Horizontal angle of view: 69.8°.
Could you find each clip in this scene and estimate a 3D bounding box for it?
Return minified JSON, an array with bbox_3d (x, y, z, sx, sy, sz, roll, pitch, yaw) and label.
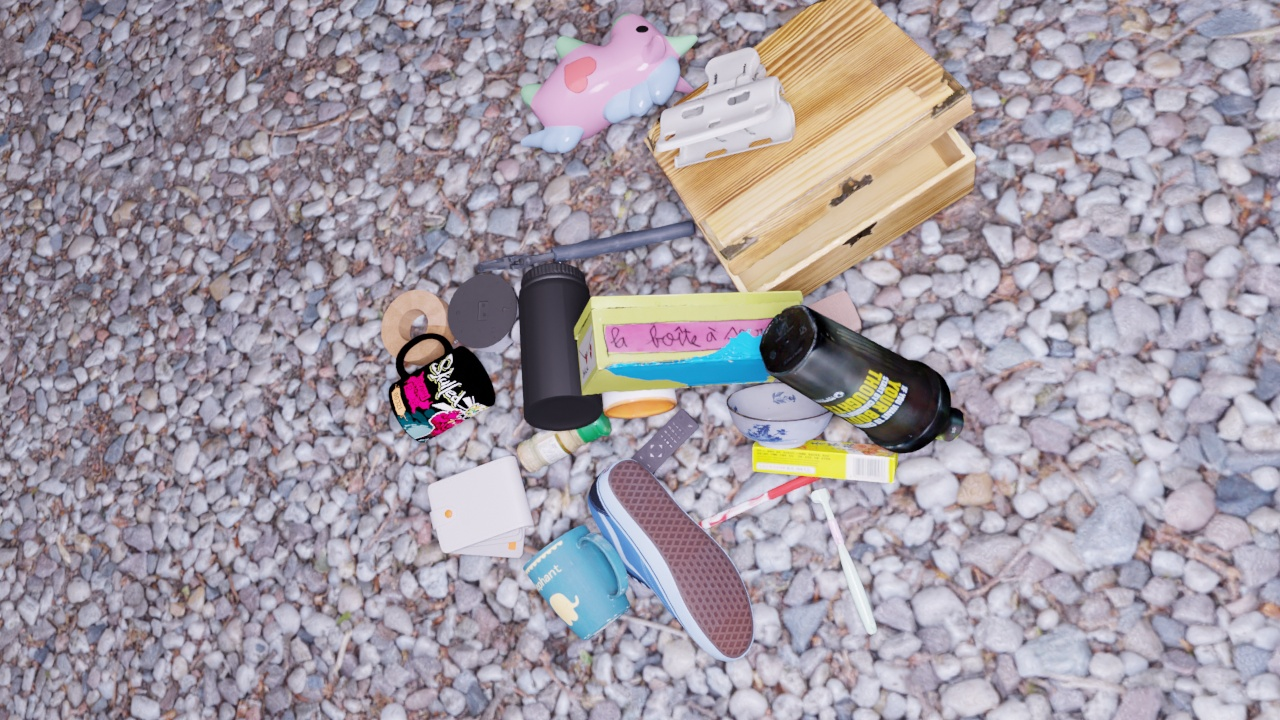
[{"bbox_3d":[0.092,-0.242,0.921,0.127,0.101,0.151,-8,33,25],"label":"clip"}]

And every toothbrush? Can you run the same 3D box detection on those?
[{"bbox_3d":[0.213,0.208,0.954,0.022,0.015,0.154,-13,72,-17],"label":"toothbrush"}]

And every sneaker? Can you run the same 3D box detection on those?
[{"bbox_3d":[0.028,0.221,0.997,0.083,0.098,0.241,-31,79,-36],"label":"sneaker"}]

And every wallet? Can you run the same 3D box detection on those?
[{"bbox_3d":[-0.187,0.186,1.083,0.118,0.037,0.115,-21,72,10],"label":"wallet"}]

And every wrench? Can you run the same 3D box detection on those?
[{"bbox_3d":[-0.068,-0.134,1.107,0.273,0.073,0.022,-10,99,10],"label":"wrench"}]

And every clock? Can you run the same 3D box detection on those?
[{"bbox_3d":[-0.178,-0.058,1.136,0.123,0.035,0.094,-3,77,17],"label":"clock"}]

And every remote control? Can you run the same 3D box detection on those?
[{"bbox_3d":[0.011,0.113,1.043,0.136,0.015,0.032,-45,68,4],"label":"remote control"}]

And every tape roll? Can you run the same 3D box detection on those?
[{"bbox_3d":[-0.283,-0.042,1.170,0.094,0.027,0.094,-4,77,18],"label":"tape roll"}]

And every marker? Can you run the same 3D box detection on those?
[{"bbox_3d":[0.127,0.152,0.997,0.142,0.013,0.012,-26,71,11],"label":"marker"}]

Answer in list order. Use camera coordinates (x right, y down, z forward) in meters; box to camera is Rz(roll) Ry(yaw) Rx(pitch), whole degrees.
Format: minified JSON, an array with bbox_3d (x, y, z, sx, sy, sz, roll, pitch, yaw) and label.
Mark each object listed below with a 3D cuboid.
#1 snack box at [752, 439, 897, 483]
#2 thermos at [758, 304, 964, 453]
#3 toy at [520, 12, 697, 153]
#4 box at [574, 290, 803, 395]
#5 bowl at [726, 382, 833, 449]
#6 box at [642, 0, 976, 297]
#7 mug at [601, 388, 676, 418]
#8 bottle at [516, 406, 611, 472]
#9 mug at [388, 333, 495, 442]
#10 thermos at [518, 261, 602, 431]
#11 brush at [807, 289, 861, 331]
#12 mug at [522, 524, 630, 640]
[{"bbox_3d":[0.193,0.104,0.967,0.148,0.040,0.029,3,103,19],"label":"snack box"},{"bbox_3d":[0.214,0.021,0.893,0.098,0.220,0.098,-33,45,40],"label":"thermos"},{"bbox_3d":[-0.045,-0.328,1.117,0.171,0.120,0.222,38,91,32],"label":"toy"},{"bbox_3d":[0.050,-0.019,0.947,0.221,0.124,0.079,-5,77,-11],"label":"box"},{"bbox_3d":[0.149,0.063,0.970,0.114,0.114,0.045,3,109,19],"label":"bowl"},{"bbox_3d":[0.168,-0.233,0.980,0.279,0.192,0.251,-34,68,10],"label":"box"},{"bbox_3d":[-0.006,0.006,1.038,0.082,0.082,0.105,-12,73,16],"label":"mug"},{"bbox_3d":[-0.089,0.091,1.068,0.111,0.043,0.043,-29,70,11],"label":"bottle"},{"bbox_3d":[-0.247,0.025,1.109,0.098,0.081,0.118,-28,86,11],"label":"mug"},{"bbox_3d":[-0.095,-0.027,1.051,0.086,0.086,0.198,-16,59,15],"label":"thermos"},{"bbox_3d":[0.177,-0.028,1.022,0.136,0.015,0.050,-26,70,18],"label":"brush"},{"bbox_3d":[-0.057,0.238,0.994,0.104,0.084,0.112,54,130,14],"label":"mug"}]
